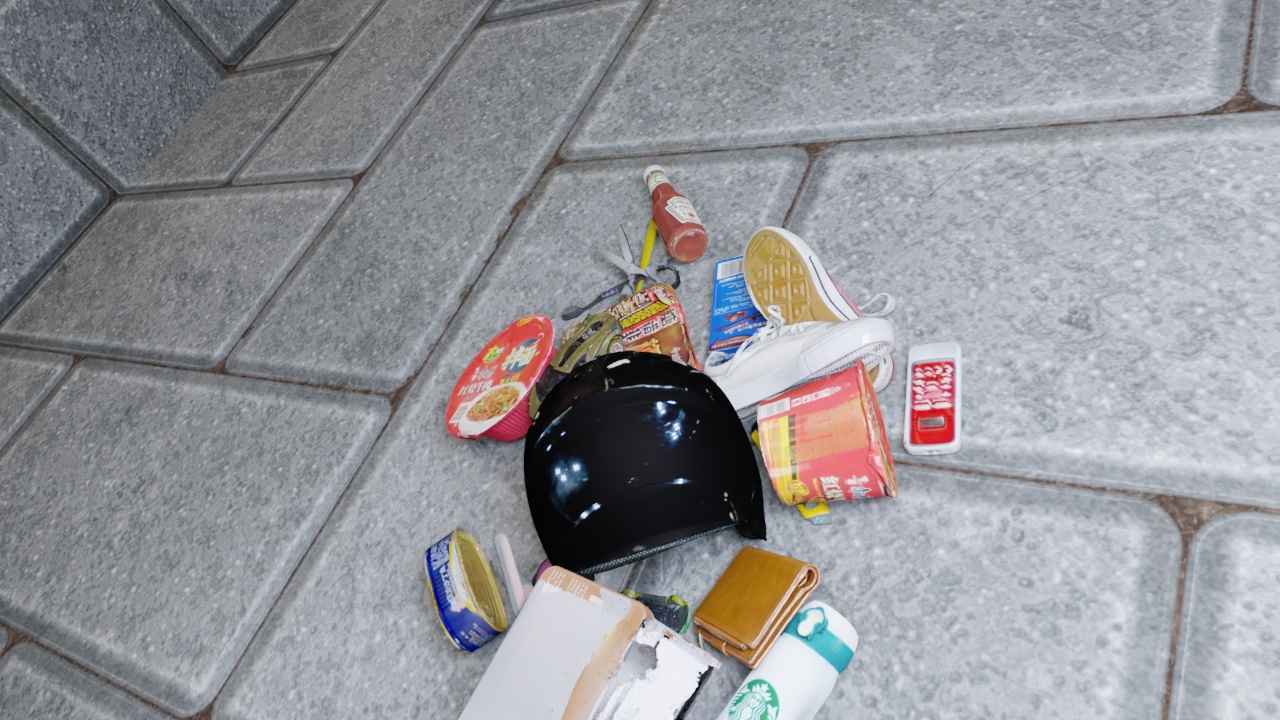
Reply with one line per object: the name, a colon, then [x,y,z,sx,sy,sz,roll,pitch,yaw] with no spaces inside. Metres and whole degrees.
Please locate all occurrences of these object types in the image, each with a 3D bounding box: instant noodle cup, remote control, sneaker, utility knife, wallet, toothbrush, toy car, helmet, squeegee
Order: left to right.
instant noodle cup: [-0.164,0.035,1.186,0.194,0.066,0.193,-32,33,23]
squeegee: [-0.124,0.251,0.961,0.040,0.248,0.250,-17,14,-14]
toy car: [-0.078,0.010,1.083,0.070,0.042,0.158,17,67,47]
toothbrush: [-0.033,-0.100,1.265,0.189,0.016,0.014,-26,48,22]
instant noodle cup: [-0.007,0.007,1.125,0.165,0.079,0.188,-25,43,11]
helmet: [-0.004,0.100,0.928,0.233,0.230,0.274,-16,17,0]
toothbrush: [0.008,-0.136,1.290,0.016,0.016,0.189,-10,47,26]
toy car: [0.009,0.258,0.923,0.091,0.036,0.043,-2,51,32]
wallet: [0.098,0.229,0.855,0.119,0.035,0.131,-54,13,-13]
sneaker: [0.159,-0.010,0.973,0.243,0.089,0.090,-29,67,43]
utility knife: [0.159,0.115,0.973,0.033,0.015,0.164,-34,43,4]
sneaker: [0.208,-0.056,1.041,0.118,0.087,0.241,-52,58,27]
instant noodle cup: [0.181,0.077,0.899,0.109,0.138,0.137,-15,46,18]
remote control: [0.303,0.037,0.949,0.056,0.020,0.135,-7,50,28]

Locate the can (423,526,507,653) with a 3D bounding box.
can: [-0.197,0.255,1.027,0.049,0.074,0.148,-36,43,3]

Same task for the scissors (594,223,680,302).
scissors: [-0.011,-0.122,1.248,0.160,0.014,0.175,-2,62,32]

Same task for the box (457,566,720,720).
box: [-0.056,0.293,0.796,0.181,0.154,0.182,31,69,11]

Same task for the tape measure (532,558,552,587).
tape measure: [-0.085,0.241,0.996,0.058,0.039,0.057,-44,44,-3]

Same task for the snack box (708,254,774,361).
snack box: [0.132,-0.070,1.145,0.085,0.026,0.156,-12,48,24]

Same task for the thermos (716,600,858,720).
thermos: [0.105,0.310,0.791,0.073,0.073,0.224,25,69,43]

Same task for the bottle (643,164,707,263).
bottle: [0.043,-0.216,1.307,0.060,0.060,0.205,-28,42,8]
